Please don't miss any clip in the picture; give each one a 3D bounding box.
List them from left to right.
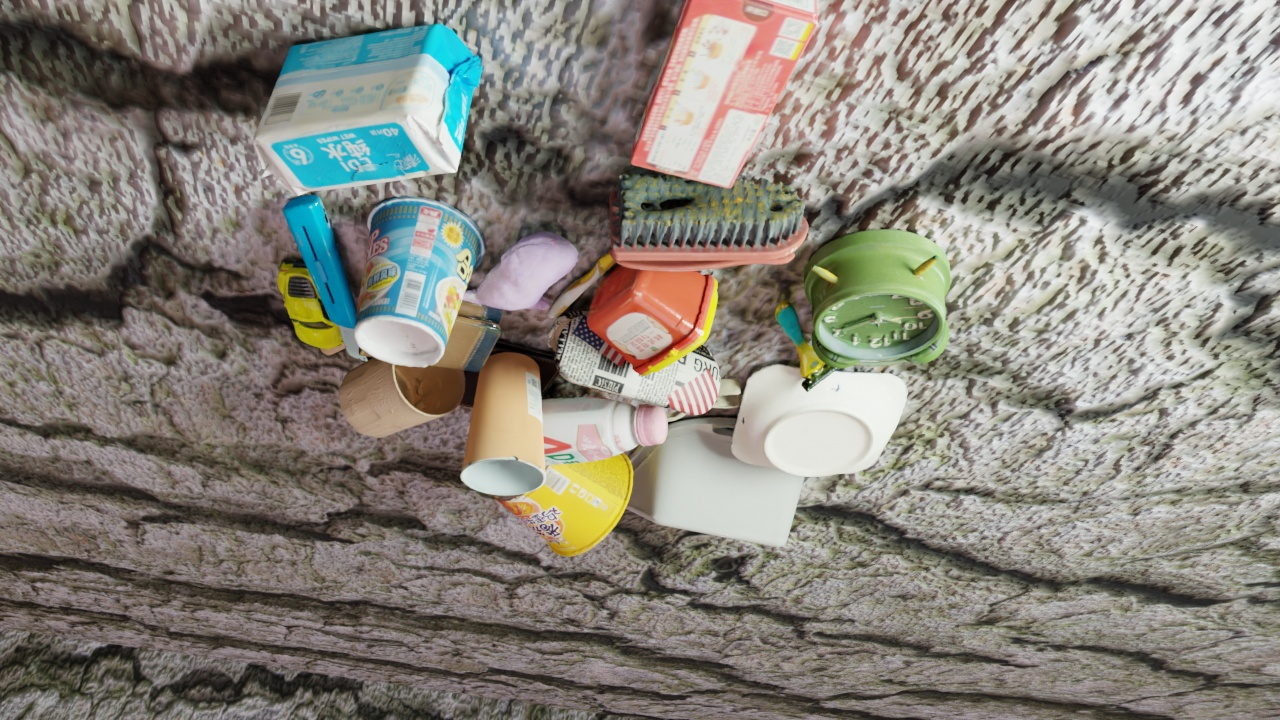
[{"bbox_3d":[0.049,0.042,0.943,0.104,0.034,0.083,4,147,-12],"label":"clip"}]

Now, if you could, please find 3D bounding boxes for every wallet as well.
[{"bbox_3d":[-0.189,-0.030,0.831,0.115,0.033,0.090,10,135,-24],"label":"wallet"},{"bbox_3d":[-0.140,0.018,0.946,0.096,0.020,0.123,12,148,-20],"label":"wallet"}]

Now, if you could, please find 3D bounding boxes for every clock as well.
[{"bbox_3d":[0.195,-0.040,0.755,0.116,0.056,0.161,-3,148,16],"label":"clock"}]

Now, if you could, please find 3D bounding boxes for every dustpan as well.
[{"bbox_3d":[0.090,0.135,1.110,0.222,0.142,0.258,13,178,-12],"label":"dustpan"}]

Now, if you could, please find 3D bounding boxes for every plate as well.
[{"bbox_3d":[0.180,0.073,0.934,0.164,0.034,0.164,4,136,-2],"label":"plate"}]

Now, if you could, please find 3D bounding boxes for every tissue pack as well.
[{"bbox_3d":[-0.174,-0.159,0.588,0.140,0.089,0.063,-4,147,15],"label":"tissue pack"}]

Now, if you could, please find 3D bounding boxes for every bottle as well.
[{"bbox_3d":[-0.070,0.070,0.926,0.197,0.068,0.068,-6,147,25],"label":"bottle"}]

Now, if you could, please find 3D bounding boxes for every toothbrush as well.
[{"bbox_3d":[-0.035,-0.081,0.766,0.018,0.016,0.192,31,142,-18],"label":"toothbrush"}]

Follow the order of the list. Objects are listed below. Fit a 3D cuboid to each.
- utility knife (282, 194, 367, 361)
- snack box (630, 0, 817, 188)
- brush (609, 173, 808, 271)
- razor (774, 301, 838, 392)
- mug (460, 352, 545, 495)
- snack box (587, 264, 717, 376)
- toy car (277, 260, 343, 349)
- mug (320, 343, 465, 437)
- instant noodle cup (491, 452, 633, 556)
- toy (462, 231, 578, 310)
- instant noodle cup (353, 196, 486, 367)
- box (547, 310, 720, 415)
[{"bbox_3d":[-0.267,-0.064,0.798,0.034,0.018,0.192,3,138,5],"label":"utility knife"},{"bbox_3d":[0.048,-0.174,0.586,0.075,0.025,0.153,12,149,-10],"label":"snack box"},{"bbox_3d":[0.050,-0.096,0.675,0.146,0.063,0.069,0,145,-4],"label":"brush"},{"bbox_3d":[0.144,-0.019,0.825,0.043,0.028,0.132,-35,141,6],"label":"razor"},{"bbox_3d":[-0.127,0.057,0.876,0.078,0.122,0.078,-1,148,-1],"label":"mug"},{"bbox_3d":[0.008,-0.042,0.765,0.080,0.081,0.091,33,140,-22],"label":"snack box"},{"bbox_3d":[-0.300,-0.046,0.840,0.048,0.032,0.105,4,138,3],"label":"toy car"},{"bbox_3d":[-0.251,0.013,0.909,0.104,0.084,0.124,-21,116,39],"label":"mug"},{"bbox_3d":[-0.095,0.135,1.032,0.138,0.137,0.110,-22,132,38],"label":"instant noodle cup"},{"bbox_3d":[-0.093,-0.072,0.769,0.083,0.039,0.108,4,151,-33],"label":"toy"},{"bbox_3d":[-0.182,-0.058,0.737,0.099,0.109,0.099,4,148,2],"label":"instant noodle cup"},{"bbox_3d":[-0.003,0.006,0.837,0.162,0.087,0.076,19,130,-21],"label":"box"}]
